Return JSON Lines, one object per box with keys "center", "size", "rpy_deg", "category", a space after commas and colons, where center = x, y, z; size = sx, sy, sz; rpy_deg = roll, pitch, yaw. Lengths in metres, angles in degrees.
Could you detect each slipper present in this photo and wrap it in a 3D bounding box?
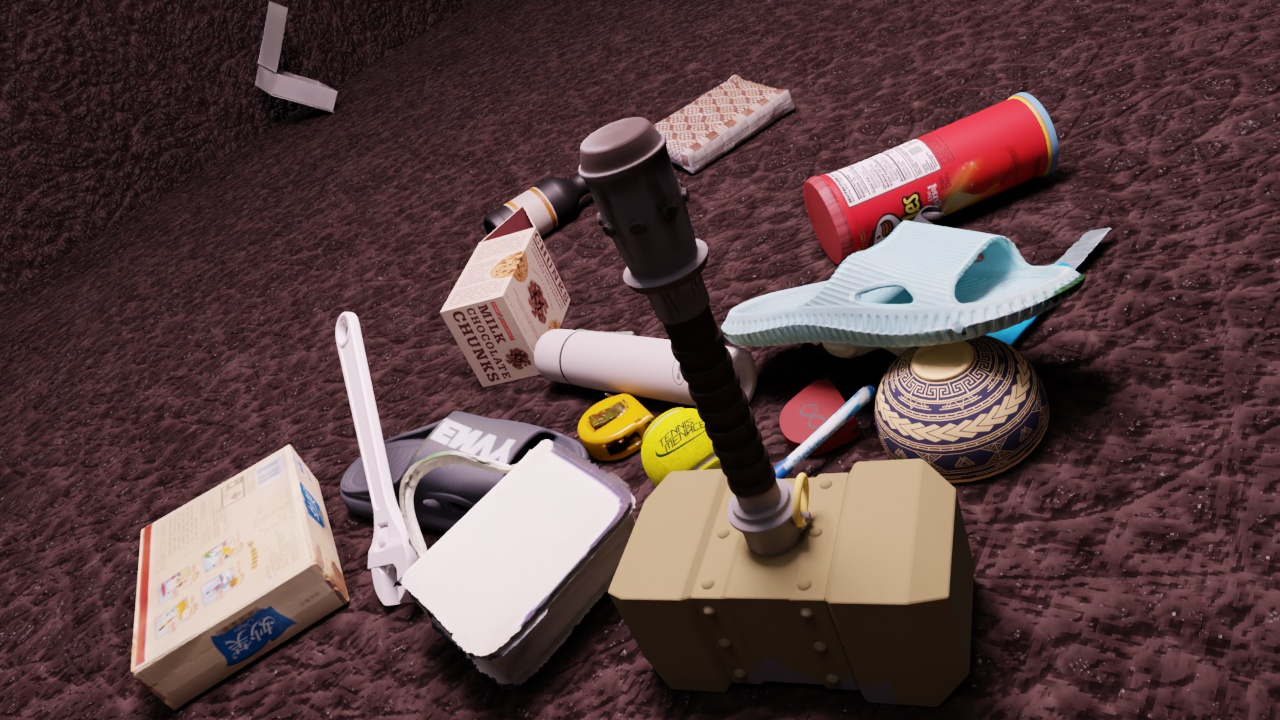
{"center": [0.168, -0.053, 0.662], "size": [0.277, 0.069, 0.115], "rpy_deg": [-3, 22, 46], "category": "slipper"}
{"center": [-0.162, 0.080, 0.775], "size": [0.269, 0.083, 0.110], "rpy_deg": [-3, 35, 33], "category": "slipper"}

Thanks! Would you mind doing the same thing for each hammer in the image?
{"center": [0.045, 0.032, 0.468], "size": [0.191, 0.325, 0.100], "rpy_deg": [-6, 35, 27], "category": "hammer"}

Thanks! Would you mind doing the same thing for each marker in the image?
{"center": [0.114, 0.066, 0.651], "size": [0.141, 0.013, 0.013], "rpy_deg": [-41, 34, -8], "category": "marker"}

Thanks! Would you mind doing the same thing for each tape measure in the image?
{"center": [0.130, 0.044, 0.686], "size": [0.051, 0.019, 0.059], "rpy_deg": [-24, 39, 4], "category": "tape measure"}
{"center": [-0.023, 0.055, 0.768], "size": [0.058, 0.030, 0.068], "rpy_deg": [-29, 31, -12], "category": "tape measure"}

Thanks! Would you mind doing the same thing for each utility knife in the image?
{"center": [0.305, -0.045, 0.707], "size": [0.206, 0.015, 0.031], "rpy_deg": [-42, 36, -21], "category": "utility knife"}

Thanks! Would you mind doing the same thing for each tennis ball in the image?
{"center": [0.033, 0.068, 0.674], "size": [0.065, 0.065, 0.065], "rpy_deg": [-17, 32, 11], "category": "tennis ball"}

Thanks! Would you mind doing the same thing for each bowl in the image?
{"center": [0.210, 0.020, 0.618], "size": [0.112, 0.061, 0.112], "rpy_deg": [-20, 36, 15], "category": "bowl"}

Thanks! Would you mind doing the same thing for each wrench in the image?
{"center": [-0.219, 0.071, 0.750], "size": [0.066, 0.018, 0.273], "rpy_deg": [-46, 53, 36], "category": "wrench"}

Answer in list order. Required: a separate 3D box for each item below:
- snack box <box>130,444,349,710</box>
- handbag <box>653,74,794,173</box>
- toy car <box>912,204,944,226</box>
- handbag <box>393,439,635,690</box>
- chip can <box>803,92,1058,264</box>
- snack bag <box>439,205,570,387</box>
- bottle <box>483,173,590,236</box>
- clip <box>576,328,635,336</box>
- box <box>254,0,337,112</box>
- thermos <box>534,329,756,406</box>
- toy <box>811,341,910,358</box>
{"center": [-0.343, 0.173, 0.782], "size": [0.153, 0.055, 0.207], "rpy_deg": [-31, 32, -11], "category": "snack box"}
{"center": [0.100, -0.318, 1.232], "size": [0.185, 0.047, 0.124], "rpy_deg": [-35, 41, -17], "category": "handbag"}
{"center": [0.237, -0.091, 0.794], "size": [0.034, 0.046, 0.111], "rpy_deg": [8, 45, 34], "category": "toy car"}
{"center": [-0.102, 0.124, 0.651], "size": [0.176, 0.074, 0.151], "rpy_deg": [29, 63, 32], "category": "handbag"}
{"center": [0.267, -0.169, 0.854], "size": [0.213, 0.087, 0.087], "rpy_deg": [-23, 31, 0], "category": "chip can"}
{"center": [-0.131, -0.077, 0.977], "size": [0.070, 0.094, 0.205], "rpy_deg": [-13, 33, 18], "category": "snack bag"}
{"center": [-0.115, -0.206, 1.195], "size": [0.181, 0.059, 0.059], "rpy_deg": [-35, 33, -18], "category": "bottle"}
{"center": [-0.040, -0.015, 0.891], "size": [0.076, 0.023, 0.043], "rpy_deg": [4, 39, 35], "category": "clip"}
{"center": [-0.977, -0.814, 2.246], "size": [0.233, 0.529, 0.167], "rpy_deg": [-38, 41, -17], "category": "box"}
{"center": [-0.005, 0.005, 0.806], "size": [0.225, 0.052, 0.052], "rpy_deg": [8, 43, 41], "category": "thermos"}
{"center": [0.181, -0.029, 0.747], "size": [0.126, 0.037, 0.075], "rpy_deg": [0, 42, 42], "category": "toy"}
